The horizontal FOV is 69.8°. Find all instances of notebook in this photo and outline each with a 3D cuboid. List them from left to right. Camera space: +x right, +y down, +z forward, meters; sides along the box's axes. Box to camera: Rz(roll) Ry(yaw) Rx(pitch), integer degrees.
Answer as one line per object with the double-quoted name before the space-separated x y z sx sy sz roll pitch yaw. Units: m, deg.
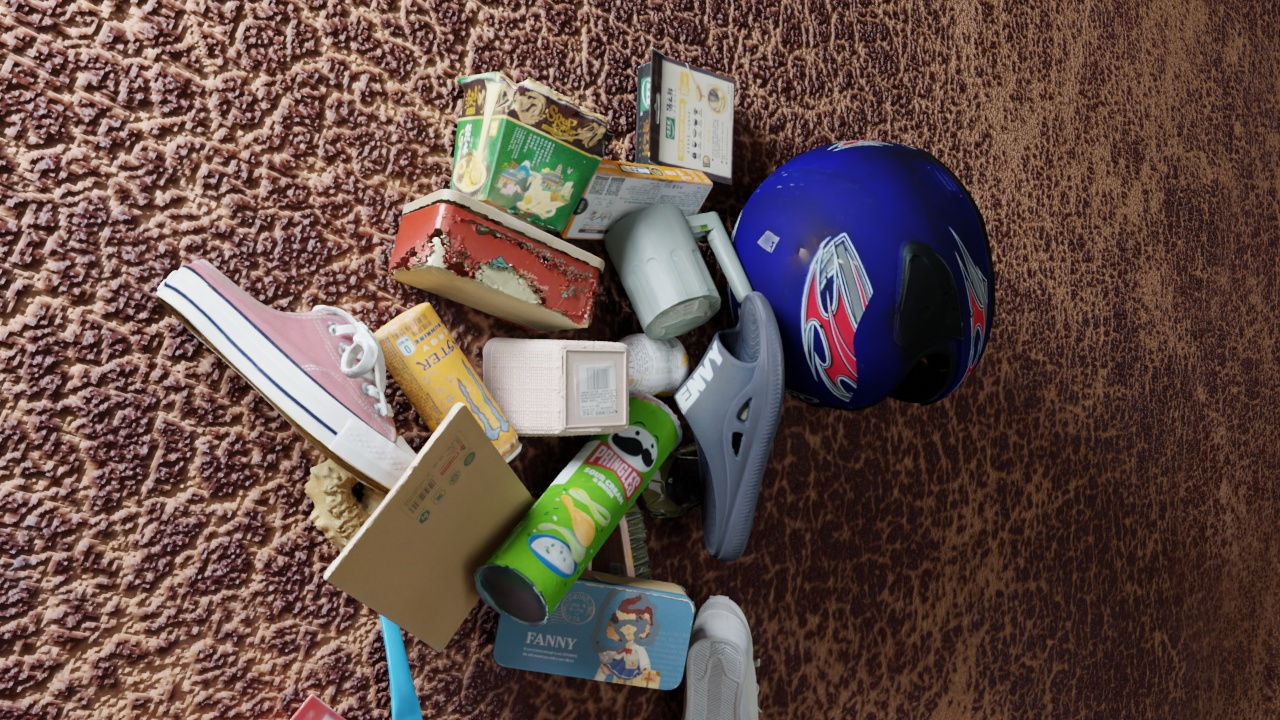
"notebook" -0.147 0.136 0.702 0.147 0.008 0.208 -54 155 -19

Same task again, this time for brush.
"brush" -0.206 0.188 0.729 0.083 0.046 0.254 -12 92 -41
"brush" -0.029 0.193 0.870 0.072 0.063 0.145 -13 97 -36

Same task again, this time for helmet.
"helmet" 0.217 -0.065 0.965 0.240 0.247 0.316 -29 119 -21

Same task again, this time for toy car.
"toy car" 0.064 0.120 0.962 0.157 0.042 0.070 -15 99 -36

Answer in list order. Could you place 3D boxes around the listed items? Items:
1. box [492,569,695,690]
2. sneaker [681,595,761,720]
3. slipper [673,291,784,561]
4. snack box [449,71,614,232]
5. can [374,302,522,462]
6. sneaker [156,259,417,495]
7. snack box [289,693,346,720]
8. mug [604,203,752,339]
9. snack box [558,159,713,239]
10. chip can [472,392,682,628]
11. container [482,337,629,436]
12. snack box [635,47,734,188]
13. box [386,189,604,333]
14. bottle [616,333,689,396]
"box" -0.047 0.231 0.813 0.184 0.059 0.090 9 89 -9
"sneaker" 0.083 0.354 0.957 0.090 0.089 0.242 -75 162 -66
"slipper" 0.074 0.067 0.868 0.083 0.110 0.268 4 109 -11
"snack box" -0.104 -0.173 0.791 0.118 0.118 0.105 19 89 -35
"can" -0.159 0.026 0.755 0.058 0.058 0.146 -41 106 -32
"sneaker" -0.228 0.007 0.665 0.241 0.118 0.087 44 70 -8
"snack box" -0.253 0.329 0.696 0.113 0.044 0.127 -51 121 -27
"mug" 0.040 -0.088 0.881 0.123 0.084 0.103 -14 67 -21
"snack box" -0.006 -0.152 0.887 0.153 0.026 0.075 -4 137 -39
"chip can" -0.048 0.123 0.800 0.235 0.072 0.072 -49 119 -43
"container" -0.072 0.024 0.804 0.090 0.111 0.090 1 89 -39
"snack box" 0.041 -0.243 0.936 0.125 0.053 0.113 3 88 -39
"box" -0.121 -0.071 0.777 0.168 0.091 0.080 21 74 -37
"bottle" -0.005 0.005 0.890 0.108 0.063 0.063 0 90 -40
